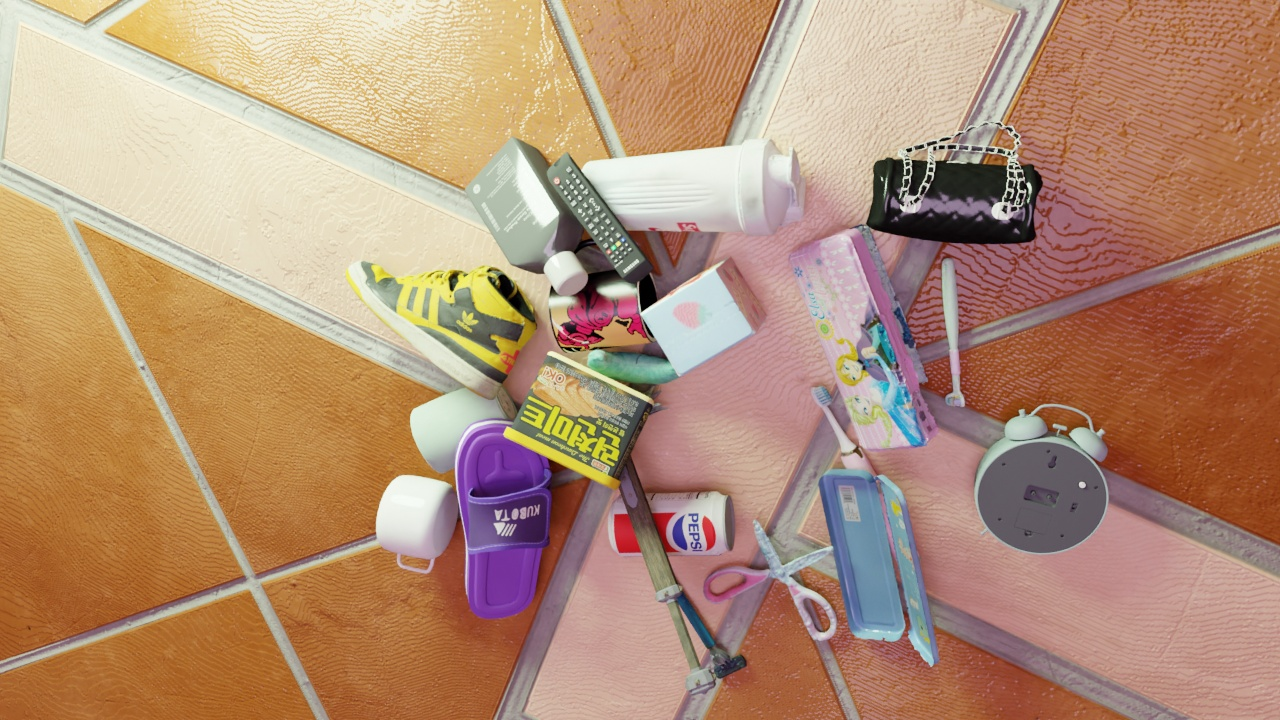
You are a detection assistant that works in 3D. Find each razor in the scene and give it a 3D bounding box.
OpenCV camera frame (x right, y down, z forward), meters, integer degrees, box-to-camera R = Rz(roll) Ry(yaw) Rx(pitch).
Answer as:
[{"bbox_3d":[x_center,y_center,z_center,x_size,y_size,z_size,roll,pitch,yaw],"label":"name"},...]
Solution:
[{"bbox_3d":[0.069,0.312,1.081,0.042,0.022,0.144,-33,94,19],"label":"razor"}]

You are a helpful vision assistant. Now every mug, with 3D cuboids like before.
[{"bbox_3d":[-0.266,0.198,1.100,0.068,0.094,0.115,9,99,11],"label":"mug"},{"bbox_3d":[-0.192,0.083,1.064,0.104,0.084,0.111,-25,120,7],"label":"mug"},{"bbox_3d":[-0.041,-0.071,0.976,0.098,0.081,0.118,-7,102,16],"label":"mug"}]

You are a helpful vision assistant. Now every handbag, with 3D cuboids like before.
[{"bbox_3d":[0.290,-0.163,0.840,0.154,0.125,0.115,10,107,13],"label":"handbag"}]

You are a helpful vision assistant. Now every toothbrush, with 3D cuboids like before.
[{"bbox_3d":[0.315,-0.027,0.928,0.022,0.015,0.155,7,110,49],"label":"toothbrush"},{"bbox_3d":[0.239,0.124,0.982,0.027,0.027,0.222,-23,99,45],"label":"toothbrush"}]

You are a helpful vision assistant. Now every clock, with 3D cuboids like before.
[{"bbox_3d":[0.406,0.120,0.928,0.122,0.045,0.159,15,107,11],"label":"clock"}]

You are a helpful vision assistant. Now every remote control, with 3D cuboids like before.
[{"bbox_3d":[-0.041,-0.142,0.918,0.033,0.015,0.147,-36,91,31],"label":"remote control"}]

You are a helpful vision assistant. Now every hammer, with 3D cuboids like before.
[{"bbox_3d":[0.008,0.199,0.980,0.147,0.028,0.316,-27,67,14],"label":"hammer"}]

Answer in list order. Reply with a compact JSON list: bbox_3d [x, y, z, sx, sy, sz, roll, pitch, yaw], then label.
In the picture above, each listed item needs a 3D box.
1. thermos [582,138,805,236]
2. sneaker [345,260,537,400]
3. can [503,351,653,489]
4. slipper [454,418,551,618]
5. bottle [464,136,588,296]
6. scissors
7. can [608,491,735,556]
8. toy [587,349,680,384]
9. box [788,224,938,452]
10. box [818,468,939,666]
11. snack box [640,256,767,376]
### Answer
[{"bbox_3d":[0.053,-0.171,0.926,0.221,0.099,0.099,1,105,20],"label":"thermos"},{"bbox_3d":[-0.217,-0.072,1.022,0.238,0.086,0.122,39,92,17],"label":"sneaker"},{"bbox_3d":[-0.062,0.063,0.971,0.131,0.072,0.101,25,83,3],"label":"can"},{"bbox_3d":[-0.151,0.200,1.042,0.107,0.084,0.267,-4,118,-19],"label":"slipper"},{"bbox_3d":[-0.109,-0.141,0.956,0.084,0.046,0.173,-42,63,21],"label":"bottle"},{"bbox_3d":[0.157,0.256,1.038,0.171,0.013,0.177,-34,100,28],"label":"scissors"},{"bbox_3d":[0.035,0.184,1.030,0.132,0.070,0.070,-4,103,16],"label":"can"},{"bbox_3d":[-0.006,0.006,0.989,0.105,0.085,0.033,7,81,-6],"label":"toy"},{"bbox_3d":[0.235,-0.024,0.940,0.085,0.070,0.230,-13,103,50],"label":"box"},{"bbox_3d":[0.258,0.215,0.971,0.125,0.043,0.209,7,118,54],"label":"box"},{"bbox_3d":[0.067,-0.047,0.947,0.093,0.094,0.079,-31,95,20],"label":"snack box"}]
